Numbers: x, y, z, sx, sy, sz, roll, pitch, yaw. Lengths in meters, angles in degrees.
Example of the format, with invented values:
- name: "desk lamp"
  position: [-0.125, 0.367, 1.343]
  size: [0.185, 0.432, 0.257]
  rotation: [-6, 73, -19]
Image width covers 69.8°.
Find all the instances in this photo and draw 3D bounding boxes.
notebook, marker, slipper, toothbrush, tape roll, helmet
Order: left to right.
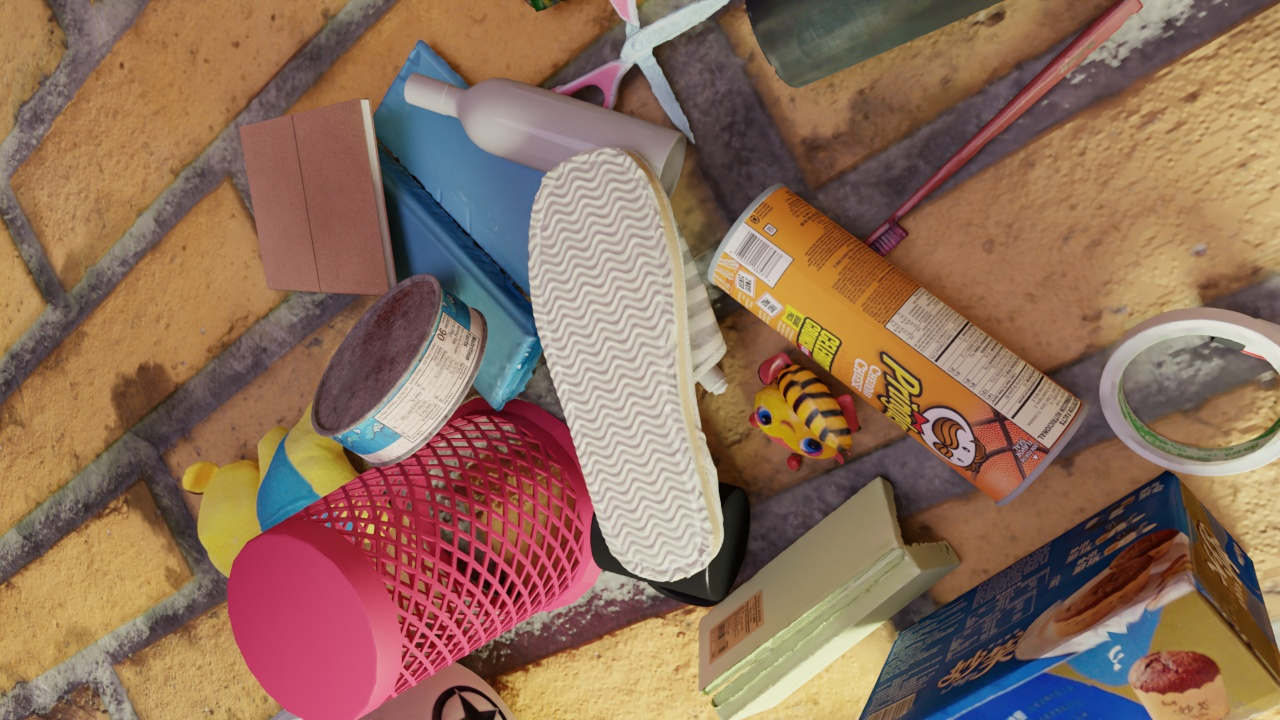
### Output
- name: "notebook"
  position: [-0.261, -0.124, 0.731]
  size: [0.209, 0.008, 0.141]
  rotation: [7, 107, 44]
- name: "helmet"
  position: [-0.171, 0.355, 0.748]
  size: [0.264, 0.163, 0.237]
  rotation: [50, 123, 2]
- name: "slipper"
  position: [-0.003, 0.003, 0.581]
  size: [0.115, 0.054, 0.272]
  rotation: [-9, 92, 25]
- name: "marker"
  position: [0.015, -0.029, 0.640]
  size: [0.020, 0.017, 0.133]
  rotation: [-40, 81, -8]
- name: "toothbrush"
  position: [0.199, -0.127, 0.519]
  size: [0.016, 0.016, 0.190]
  rotation: [47, 118, 5]
- name: "tape roll"
  position: [0.298, 0.017, 0.487]
  size: [0.094, 0.018, 0.094]
  rotation: [17, 125, 27]
- name: "marker"
  position: [0.369, 0.008, 0.460]
  size: [0.146, 0.019, 0.019]
  rotation: [23, 112, 22]

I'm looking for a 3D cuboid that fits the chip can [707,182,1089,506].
- name: "chip can"
  position: [0.146, -0.013, 0.541]
  size: [0.215, 0.075, 0.075]
  rotation: [40, 117, 14]

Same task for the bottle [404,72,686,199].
- name: "bottle"
  position: [-0.069, -0.156, 0.616]
  size: [0.195, 0.052, 0.052]
  rotation: [21, 111, 13]

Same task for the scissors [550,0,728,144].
- name: "scissors"
  position: [-0.019, -0.210, 0.592]
  size: [0.171, 0.013, 0.172]
  rotation: [-15, 113, 38]

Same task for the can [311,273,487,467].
- name: "can"
  position: [-0.165, 0.006, 0.628]
  size: [0.130, 0.129, 0.044]
  rotation: [-28, 130, 30]

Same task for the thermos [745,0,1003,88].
- name: "thermos"
  position: [0.164, -0.220, 0.473]
  size: [0.221, 0.098, 0.098]
  rotation: [-18, 93, 34]

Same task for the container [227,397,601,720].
- name: "container"
  position: [-0.155, 0.140, 0.650]
  size: [0.183, 0.225, 0.183]
  rotation: [7, 105, 26]

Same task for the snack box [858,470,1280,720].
- name: "snack box"
  position: [0.222, 0.162, 0.497]
  size: [0.203, 0.154, 0.069]
  rotation: [-44, 79, 28]

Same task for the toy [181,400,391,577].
- name: "toy"
  position: [-0.324, 0.134, 0.821]
  size: [0.214, 0.083, 0.149]
  rotation: [-27, 87, 28]

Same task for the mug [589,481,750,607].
- name: "mug"
  position: [0.025, 0.131, 0.646]
  size: [0.088, 0.078, 0.114]
  rotation: [9, 133, 26]

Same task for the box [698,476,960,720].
- name: "box"
  position: [0.114, 0.169, 0.604]
  size: [0.090, 0.077, 0.188]
  rotation: [49, 118, 10]

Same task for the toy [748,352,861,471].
- name: "toy"
  position: [0.102, 0.034, 0.578]
  size: [0.046, 0.103, 0.084]
  rotation: [-29, 82, -12]

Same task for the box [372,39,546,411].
- name: "box"
  position: [-0.141, -0.099, 0.682]
  size: [0.231, 0.047, 0.177]
  rotation: [45, 121, 15]

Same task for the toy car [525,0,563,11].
- name: "toy car"
  position: [-0.043, -0.262, 0.600]
  size: [0.091, 0.036, 0.042]
  rotation: [-10, 117, 27]
